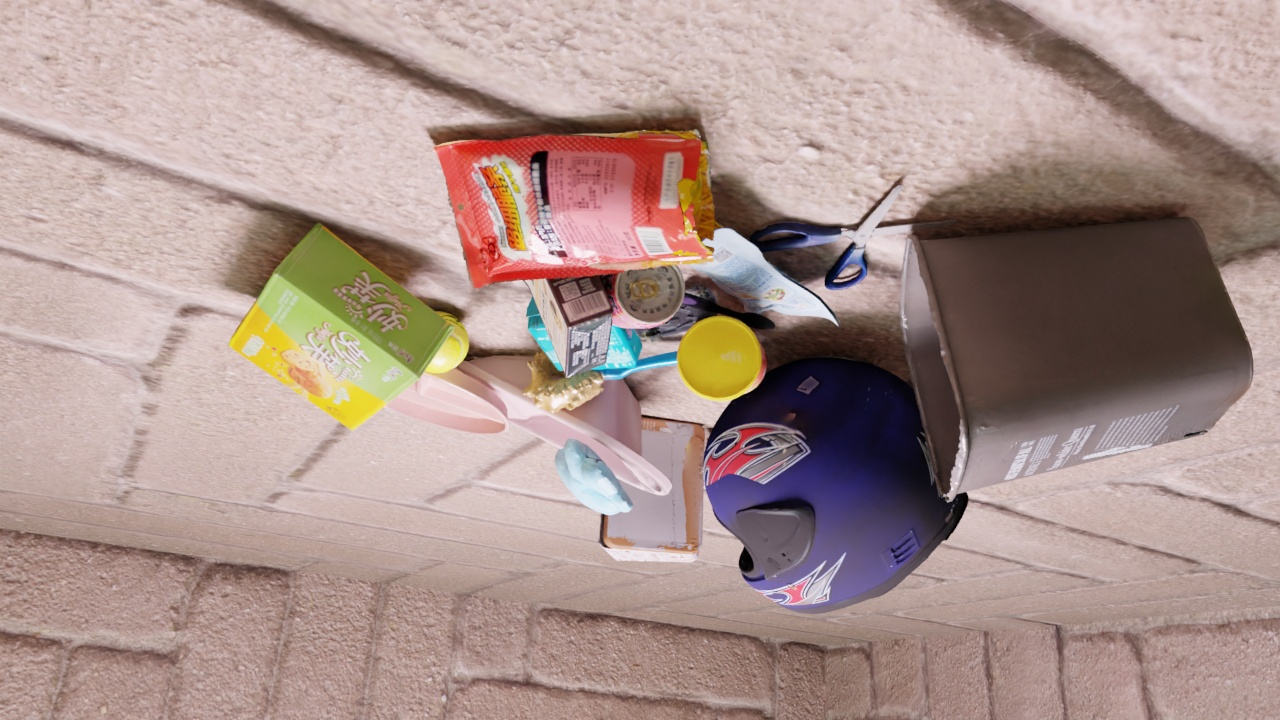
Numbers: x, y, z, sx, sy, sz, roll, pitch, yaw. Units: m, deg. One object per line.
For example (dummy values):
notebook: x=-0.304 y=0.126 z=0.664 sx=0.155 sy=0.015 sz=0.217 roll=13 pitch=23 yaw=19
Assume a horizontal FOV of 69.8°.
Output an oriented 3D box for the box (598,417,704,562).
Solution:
box: x=0.016 y=0.175 z=1.242 sx=0.146 sy=0.180 sz=0.148 roll=-3 pitch=156 yaw=14

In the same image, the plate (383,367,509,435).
plate: x=-0.263 y=0.034 z=1.096 sx=0.229 sy=0.028 sz=0.230 roll=14 pitch=160 yaw=5

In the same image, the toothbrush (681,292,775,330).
toothbrush: x=0.036 y=-0.060 z=0.863 sx=0.189 sy=0.014 sz=0.016 roll=17 pitch=-174 yaw=-1

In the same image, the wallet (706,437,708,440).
wallet: x=0.155 y=0.127 z=1.302 sx=0.108 sy=0.031 sz=0.132 roll=-4 pitch=155 yaw=14

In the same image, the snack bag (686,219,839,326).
snack bag: x=0.088 y=-0.077 z=0.806 sx=0.110 sy=0.038 sz=0.191 roll=2 pitch=161 yaw=44

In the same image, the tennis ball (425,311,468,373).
tennis ball: x=-0.214 y=-0.019 z=0.967 sx=0.065 sy=0.065 sz=0.065 roll=3 pitch=157 yaw=1

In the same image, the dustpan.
dustpan: x=-0.097 y=0.090 z=1.113 sx=0.274 sy=0.138 sz=0.222 roll=-4 pitch=156 yaw=16

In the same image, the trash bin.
trash bin: x=0.344 y=-0.005 z=0.763 sx=0.220 sy=0.198 sz=0.199 roll=-9 pitch=155 yaw=9

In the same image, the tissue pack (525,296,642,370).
tissue pack: x=-0.054 y=-0.031 z=0.934 sx=0.093 sy=0.050 sz=0.133 roll=-3 pitch=156 yaw=11

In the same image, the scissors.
scissors: x=0.179 y=-0.102 z=0.784 sx=0.176 sy=0.012 sz=0.162 roll=-2 pitch=155 yaw=11

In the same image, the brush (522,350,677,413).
brush: x=-0.006 y=0.006 z=1.003 sx=0.255 sy=0.083 sz=0.046 roll=-8 pitch=146 yaw=7

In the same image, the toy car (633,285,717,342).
toy car: x=0.034 y=-0.047 z=0.897 sx=0.091 sy=0.043 sz=0.034 roll=-13 pitch=-166 yaw=27

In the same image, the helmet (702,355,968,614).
helmet: x=0.187 y=0.127 z=1.023 sx=0.240 sy=0.246 sz=0.316 roll=46 pitch=140 yaw=-2

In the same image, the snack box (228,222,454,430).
snack box: x=-0.299 y=-0.024 z=0.899 sx=0.157 sy=0.069 sz=0.211 roll=39 pitch=145 yaw=-17

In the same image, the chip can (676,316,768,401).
chip can: x=0.083 y=0.000 z=0.869 sx=0.073 sy=0.073 sz=0.216 roll=-1 pitch=179 yaw=10

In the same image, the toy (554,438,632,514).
toy: x=-0.056 y=0.140 z=1.071 sx=0.161 sy=0.049 sz=0.156 roll=36 pitch=158 yaw=39

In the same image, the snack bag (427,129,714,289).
snack bag: x=-0.050 y=-0.117 z=0.700 sx=0.208 sy=0.073 sz=0.129 roll=-1 pitch=126 yaw=15

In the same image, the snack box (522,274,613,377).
snack box: x=-0.072 y=-0.063 z=0.809 sx=0.053 sy=0.125 sz=0.113 roll=-19 pitch=161 yaw=-13

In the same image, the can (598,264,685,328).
can: x=-0.002 y=-0.061 z=0.798 sx=0.066 sy=0.066 sz=0.094 roll=9 pitch=180 yaw=-13
